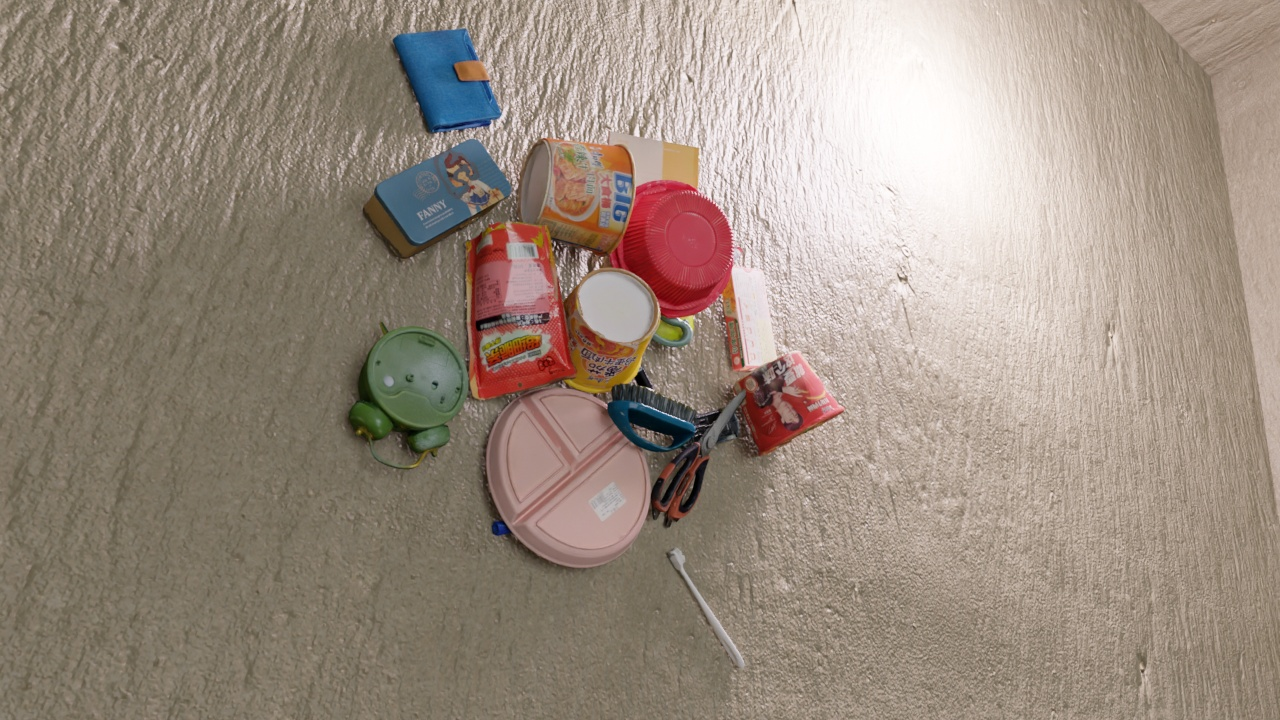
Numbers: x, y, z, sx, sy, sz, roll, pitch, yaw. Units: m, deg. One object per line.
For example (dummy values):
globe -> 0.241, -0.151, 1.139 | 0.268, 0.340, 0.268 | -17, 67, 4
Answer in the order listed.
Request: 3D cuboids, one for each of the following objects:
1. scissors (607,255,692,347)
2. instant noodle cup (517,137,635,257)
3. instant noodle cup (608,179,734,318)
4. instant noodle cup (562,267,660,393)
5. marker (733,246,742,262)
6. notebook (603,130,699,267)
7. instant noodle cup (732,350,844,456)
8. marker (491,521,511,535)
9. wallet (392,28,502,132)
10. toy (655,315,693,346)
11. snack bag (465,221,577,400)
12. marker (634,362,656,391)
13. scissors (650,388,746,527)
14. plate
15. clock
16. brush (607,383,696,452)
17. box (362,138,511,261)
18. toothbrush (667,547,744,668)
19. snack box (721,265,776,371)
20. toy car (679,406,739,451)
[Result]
scissors -> 0.034, -0.109, 1.260 | 0.169, 0.019, 0.174 | -45, 102, -21
instant noodle cup -> -0.088, -0.216, 1.185 | 0.111, 0.152, 0.151 | 7, 68, -26
instant noodle cup -> 0.055, -0.155, 1.229 | 0.193, 0.066, 0.193 | 2, 85, -25
instant noodle cup -> -0.045, -0.043, 1.145 | 0.138, 0.110, 0.137 | 10, 60, -17
marker -> 0.114, -0.132, 1.381 | 0.017, 0.017, 0.144 | 52, 50, -9
notebook -> 0.016, -0.205, 1.273 | 0.145, 0.010, 0.206 | 3, 88, -27
instant noodle cup -> 0.203, 0.057, 1.303 | 0.137, 0.138, 0.108 | -19, 76, -40
marker -> -0.108, 0.191, 1.089 | 0.145, 0.017, 0.017 | -1, 73, -37
wallet -> -0.248, -0.364, 1.188 | 0.106, 0.040, 0.133 | -20, 86, -36
toy -> 0.044, -0.067, 1.293 | 0.096, 0.031, 0.100 | -35, 91, -37
snack bag -> -0.151, -0.062, 1.107 | 0.128, 0.073, 0.207 | -11, 74, 4
marker -> -0.007, 0.007, 1.233 | 0.020, 0.022, 0.132 | -28, 89, -33
scissors -> 0.088, 0.128, 1.225 | 0.208, 0.015, 0.182 | -14, 110, -45
plate -> -0.079, 0.135, 1.110 | 0.229, 0.028, 0.229 | 20, 55, -30
clock -> -0.256, 0.040, 1.010 | 0.116, 0.056, 0.161 | 21, 61, -29
brush -> 0.015, 0.079, 1.172 | 0.143, 0.055, 0.073 | 23, 66, -42
box -> -0.247, -0.192, 1.104 | 0.090, 0.064, 0.183 | 53, 49, -7
toothbrush -> 0.087, 0.321, 1.186 | 0.016, 0.016, 0.180 | -33, 93, -46
snack box -> 0.162, -0.061, 1.371 | 0.076, 0.027, 0.155 | 2, 76, -42
toy car -> 0.091, 0.095, 1.264 | 0.105, 0.031, 0.049 | -11, 83, -34
